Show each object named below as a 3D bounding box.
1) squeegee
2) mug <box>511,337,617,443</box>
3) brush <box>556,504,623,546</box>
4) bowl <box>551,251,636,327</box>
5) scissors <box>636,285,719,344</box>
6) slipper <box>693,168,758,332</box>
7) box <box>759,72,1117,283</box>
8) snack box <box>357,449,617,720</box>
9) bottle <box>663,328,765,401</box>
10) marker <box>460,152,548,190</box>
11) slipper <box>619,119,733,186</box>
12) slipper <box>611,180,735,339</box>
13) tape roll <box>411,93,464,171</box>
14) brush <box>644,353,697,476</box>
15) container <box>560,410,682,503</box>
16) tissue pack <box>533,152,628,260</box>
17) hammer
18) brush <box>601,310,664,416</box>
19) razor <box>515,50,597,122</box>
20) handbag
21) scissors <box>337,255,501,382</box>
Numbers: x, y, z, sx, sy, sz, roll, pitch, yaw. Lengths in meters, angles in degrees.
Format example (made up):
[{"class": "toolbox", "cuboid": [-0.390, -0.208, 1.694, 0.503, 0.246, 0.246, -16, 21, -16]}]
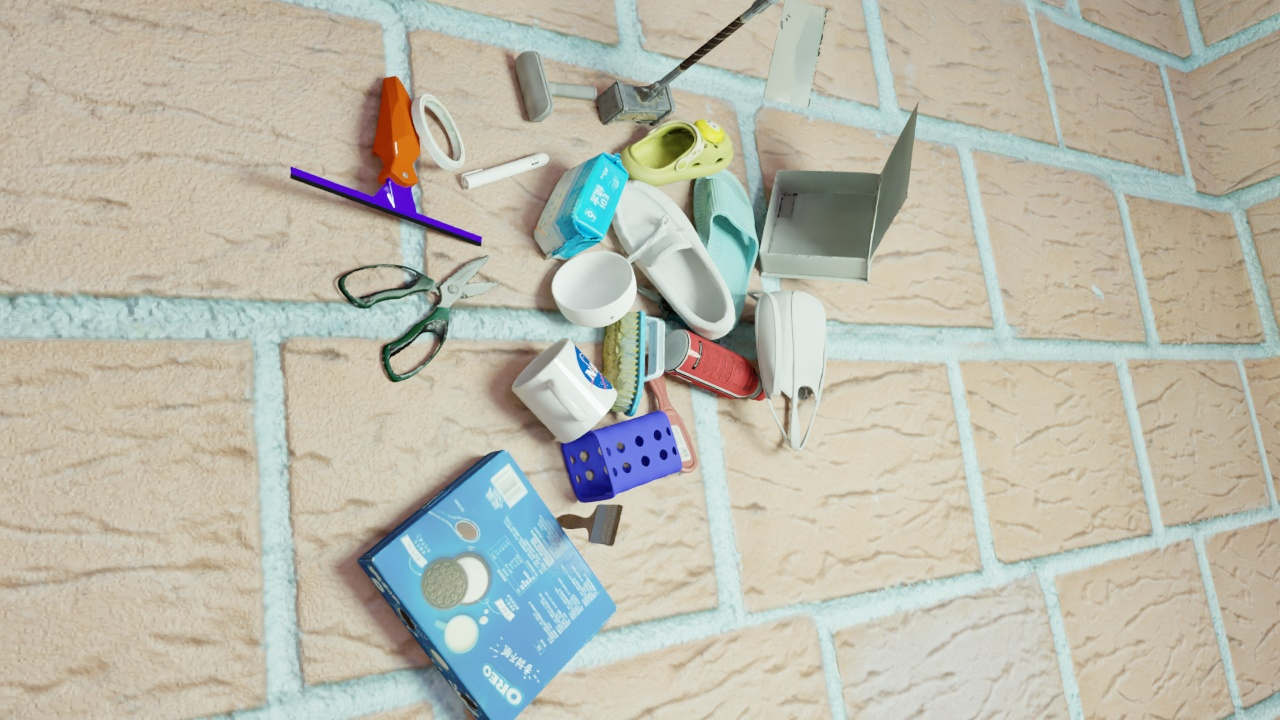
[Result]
[{"class": "squeegee", "cuboid": [-0.283, -0.253, 1.064, 0.249, 0.055, 0.184, 16, 56, -46]}, {"class": "mug", "cuboid": [-0.089, 0.039, 1.083, 0.091, 0.121, 0.090, -41, 105, 2]}, {"class": "brush", "cuboid": [-0.063, 0.183, 1.044, 0.008, 0.143, 0.045, 22, 74, -28]}, {"class": "bowl", "cuboid": [-0.055, -0.084, 1.159, 0.104, 0.105, 0.054, -63, 154, -30]}, {"class": "scissors", "cuboid": [0.058, -0.062, 1.275, 0.128, 0.019, 0.139, -25, 90, -37]}, {"class": "slipper", "cuboid": [0.127, -0.169, 1.315, 0.116, 0.070, 0.275, 25, 58, -32]}, {"class": "box", "cuboid": [0.377, -0.237, 1.245, 0.148, 0.508, 0.166, 30, 61, -30]}, {"class": "snack box", "cuboid": [-0.161, 0.249, 1.012, 0.195, 0.056, 0.239, -40, 102, -36]}, {"class": "bottle", "cuboid": [0.108, 0.014, 1.258, 0.176, 0.062, 0.062, 23, 65, -35]}, {"class": "marker", "cuboid": [-0.170, -0.243, 1.165, 0.133, 0.017, 0.020, -28, 92, -37]}, {"class": "slipper", "cuboid": [0.054, -0.305, 1.292, 0.190, 0.082, 0.091, -24, 61, -32]}, {"class": "slipper", "cuboid": [0.041, -0.136, 1.226, 0.112, 0.075, 0.247, -33, 85, -15]}, {"class": "tape roll", "cuboid": [-0.240, -0.272, 1.094, 0.092, 0.013, 0.093, -90, 155, -51]}, {"class": "brush", "cuboid": [0.031, 0.072, 1.213, 0.040, 0.030, 0.172, -5, 66, -34]}, {"class": "container", "cuboid": [-0.022, 0.117, 1.129, 0.113, 0.085, 0.084, -15, 87, -38]}, {"class": "tissue pack", "cuboid": [-0.075, -0.194, 1.173, 0.061, 0.093, 0.144, 38, 59, -29]}, {"class": "hammer", "cuboid": [0.070, -0.391, 1.183, 0.098, 0.323, 0.044, -10, 83, -37]}, {"class": "brush", "cuboid": [-0.007, 0.007, 1.187, 0.075, 0.055, 0.135, 11, 72, -27]}, {"class": "razor", "cuboid": [-0.106, -0.364, 1.233, 0.116, 0.047, 0.088, -10, 83, -44]}, {"class": "handbag", "cuboid": [0.205, 0.016, 1.291, 0.215, 0.096, 0.222, 10, 78, -63]}, {"class": "scissors", "cuboid": [-0.256, -0.086, 1.064, 0.154, 0.015, 0.208, 47, 56, -13]}]
